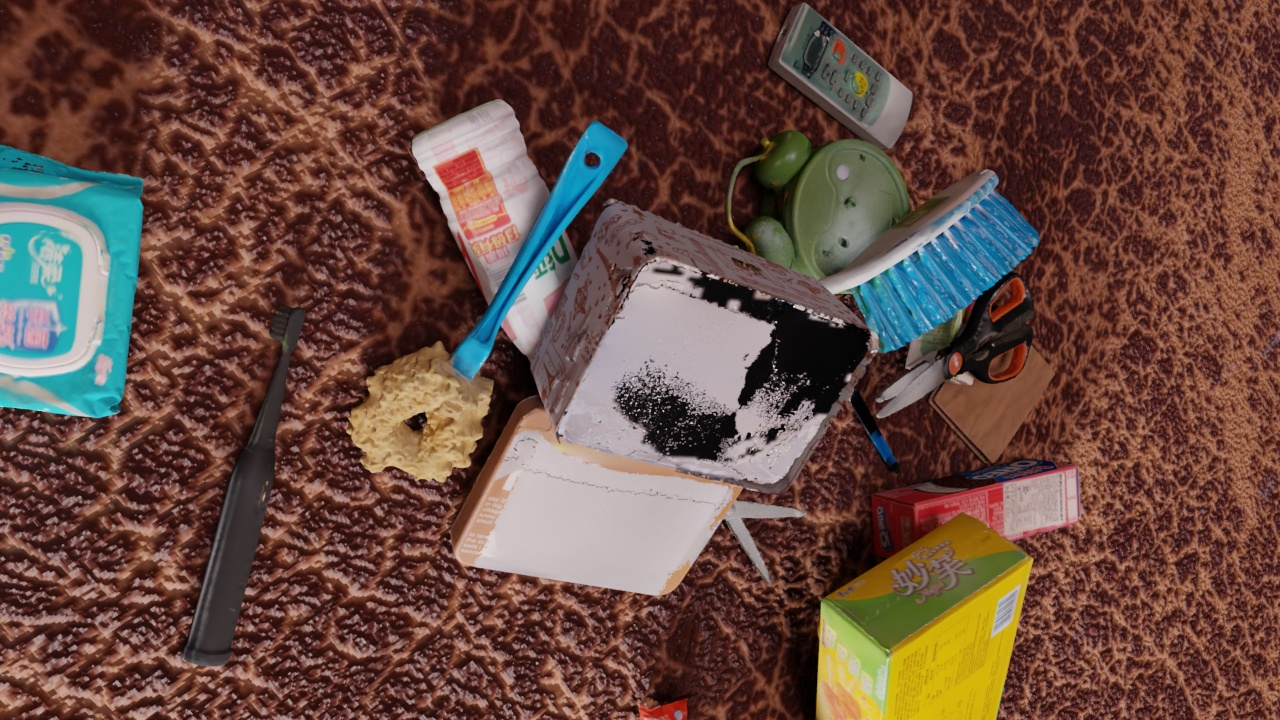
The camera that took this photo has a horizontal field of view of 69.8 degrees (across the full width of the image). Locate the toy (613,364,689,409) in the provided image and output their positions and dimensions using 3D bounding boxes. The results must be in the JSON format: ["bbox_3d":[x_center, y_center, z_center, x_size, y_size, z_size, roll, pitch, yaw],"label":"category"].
[{"bbox_3d":[-0.004,0.004,0.656,0.091,0.030,0.096,-39,104,-23],"label":"toy"}]

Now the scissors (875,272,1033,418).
[{"bbox_3d":[0.263,0.011,0.749,0.234,0.022,0.148,-47,126,-25],"label":"scissors"}]

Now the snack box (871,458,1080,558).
[{"bbox_3d":[0.301,0.132,0.815,0.207,0.057,0.058,-7,94,-28],"label":"snack box"}]

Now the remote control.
[{"bbox_3d":[0.163,-0.224,0.735,0.135,0.019,0.056,28,80,-27],"label":"remote control"}]

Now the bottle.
[{"bbox_3d":[-0.074,-0.063,0.590,0.068,0.068,0.197,-32,109,-23],"label":"bottle"}]

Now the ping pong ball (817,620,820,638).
[{"bbox_3d":[0.167,0.224,0.757,0.040,0.040,0.040,-2,94,-28],"label":"ping pong ball"}]

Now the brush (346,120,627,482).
[{"bbox_3d":[-0.089,-0.030,0.550,0.083,0.046,0.255,32,102,-16],"label":"brush"}]

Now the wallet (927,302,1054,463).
[{"bbox_3d":[0.322,0.023,0.841,0.101,0.020,0.115,41,77,-23],"label":"wallet"}]

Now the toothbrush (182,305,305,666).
[{"bbox_3d":[-0.230,0.071,0.540,0.026,0.027,0.212,25,77,-72],"label":"toothbrush"}]

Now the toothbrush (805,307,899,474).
[{"bbox_3d":[0.175,0.025,0.762,0.014,0.016,0.189,-39,111,-13],"label":"toothbrush"}]

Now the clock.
[{"bbox_3d":[0.134,-0.112,0.707,0.161,0.056,0.116,10,88,-29],"label":"clock"}]

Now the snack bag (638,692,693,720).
[{"bbox_3d":[0.019,0.299,0.690,0.045,0.026,0.105,-7,99,-31],"label":"snack bag"}]

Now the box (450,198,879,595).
[{"bbox_3d":[0.007,0.049,0.587,0.176,0.082,0.260,17,116,-28],"label":"box"}]

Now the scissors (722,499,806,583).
[{"bbox_3d":[0.058,0.108,0.706,0.174,0.012,0.162,-14,100,-28],"label":"scissors"}]

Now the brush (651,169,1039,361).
[{"bbox_3d":[0.155,-0.048,0.665,0.314,0.060,0.109,-36,107,-15],"label":"brush"}]

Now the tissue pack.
[{"bbox_3d":[-0.312,-0.040,0.473,0.093,0.050,0.133,5,91,-28],"label":"tissue pack"}]

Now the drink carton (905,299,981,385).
[{"bbox_3d":[0.268,-0.044,0.789,0.053,0.046,0.122,14,89,-41],"label":"drink carton"}]

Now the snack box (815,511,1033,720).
[{"bbox_3d":[0.219,0.244,0.730,0.157,0.070,0.210,-23,128,-25],"label":"snack box"}]
